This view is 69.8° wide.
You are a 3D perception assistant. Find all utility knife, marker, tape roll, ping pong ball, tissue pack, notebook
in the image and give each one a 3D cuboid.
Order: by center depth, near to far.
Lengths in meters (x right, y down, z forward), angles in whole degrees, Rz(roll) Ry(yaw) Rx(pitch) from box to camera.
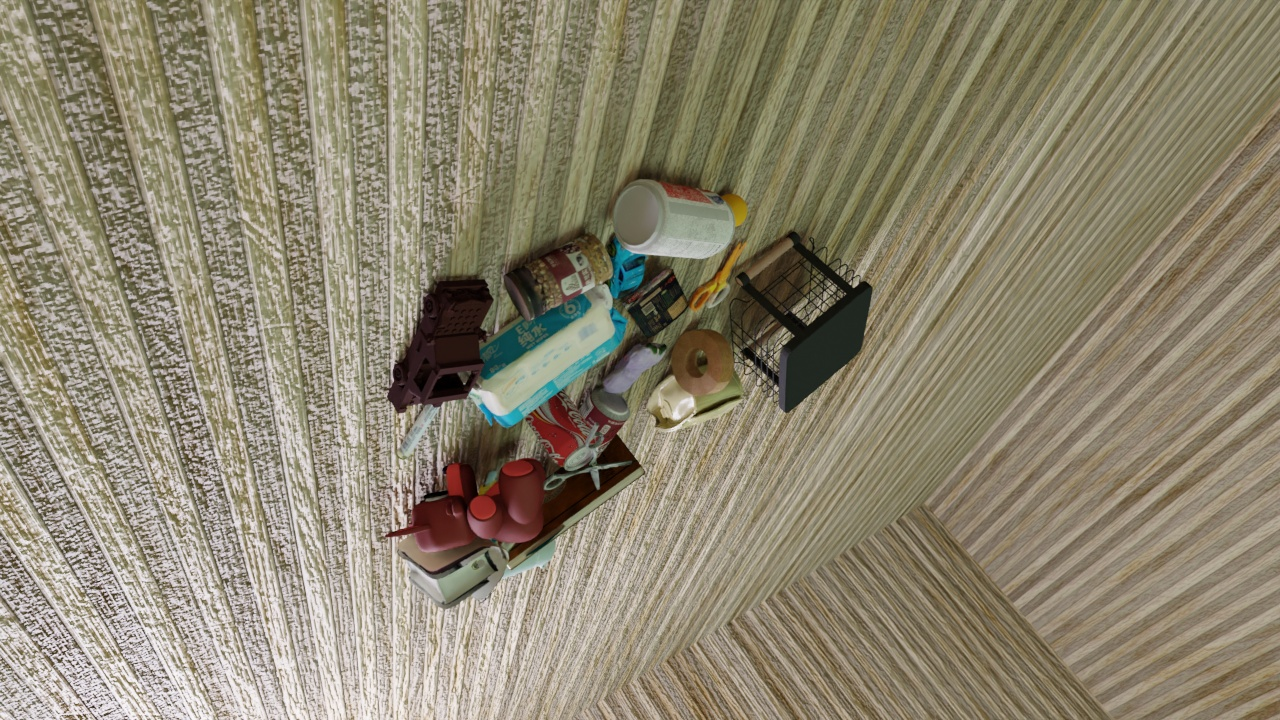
[{"bbox_3d":[-0.109,-0.012,1.071,0.209,0.066,0.117,-35,153,-7],"label":"tissue pack"},{"bbox_3d":[-0.250,0.064,1.074,0.017,0.017,0.147,-2,138,-50],"label":"marker"},{"bbox_3d":[0.108,-0.179,1.096,0.040,0.040,0.040,-29,153,-17],"label":"ping pong ball"},{"bbox_3d":[0.088,0.002,1.309,0.027,0.094,0.094,-7,141,-46],"label":"tape roll"},{"bbox_3d":[-0.115,0.205,1.336,0.249,0.178,0.014,-35,111,-4],"label":"notebook"},{"bbox_3d":[-0.233,0.211,1.341,0.030,0.017,0.176,-28,151,-39],"label":"utility knife"}]

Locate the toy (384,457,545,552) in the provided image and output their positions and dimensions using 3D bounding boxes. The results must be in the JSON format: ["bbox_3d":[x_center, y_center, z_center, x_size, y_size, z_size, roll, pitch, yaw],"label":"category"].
[{"bbox_3d":[-0.220,0.190,1.197,0.197,0.120,0.158,-13,179,-3],"label":"toy"}]

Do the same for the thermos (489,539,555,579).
[{"bbox_3d":[-0.227,0.315,1.457,0.206,0.065,0.078,-10,107,-44],"label":"thermos"}]

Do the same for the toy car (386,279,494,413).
[{"bbox_3d":[-0.206,-0.005,0.962,0.070,0.062,0.170,-9,142,-45],"label":"toy car"}]

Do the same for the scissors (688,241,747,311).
[{"bbox_3d":[0.116,-0.116,1.243,0.073,0.012,0.132,-8,143,-48],"label":"scissors"}]

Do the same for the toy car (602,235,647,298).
[{"bbox_3d":[-0.015,-0.110,1.066,0.048,0.032,0.106,-24,150,-24],"label":"toy car"}]

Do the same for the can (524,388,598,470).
[{"bbox_3d":[-0.104,0.087,1.192,0.064,0.104,0.064,-29,153,-17],"label":"can"}]

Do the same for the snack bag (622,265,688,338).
[{"bbox_3d":[0.023,-0.071,1.168,0.074,0.018,0.155,-39,164,0],"label":"snack bag"}]

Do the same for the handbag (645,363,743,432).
[{"bbox_3d":[0.085,0.059,1.416,0.119,0.081,0.111,-16,159,-42],"label":"handbag"}]

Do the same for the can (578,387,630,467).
[{"bbox_3d":[-0.067,0.095,1.300,0.063,0.063,0.114,-3,138,-49],"label":"can"}]

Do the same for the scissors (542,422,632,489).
[{"bbox_3d":[-0.059,0.128,1.177,0.141,0.014,0.172,-17,147,-31],"label":"scissors"}]

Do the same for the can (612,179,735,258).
[{"bbox_3d":[0.039,-0.153,1.009,0.136,0.078,0.078,-3,138,-50],"label":"can"}]

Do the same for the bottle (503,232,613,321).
[{"bbox_3d":[-0.087,-0.090,0.979,0.105,0.056,0.056,-29,153,-17],"label":"bottle"}]

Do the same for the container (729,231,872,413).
[{"bbox_3d":[0.225,-0.053,1.336,0.162,0.130,0.241,-38,155,-11],"label":"container"}]

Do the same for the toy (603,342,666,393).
[{"bbox_3d":[-0.007,0.007,1.266,0.100,0.036,0.080,-43,164,22],"label":"toy"}]

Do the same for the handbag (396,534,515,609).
[{"bbox_3d":[-0.230,0.267,1.275,0.175,0.151,0.074,-27,111,-30],"label":"handbag"}]
